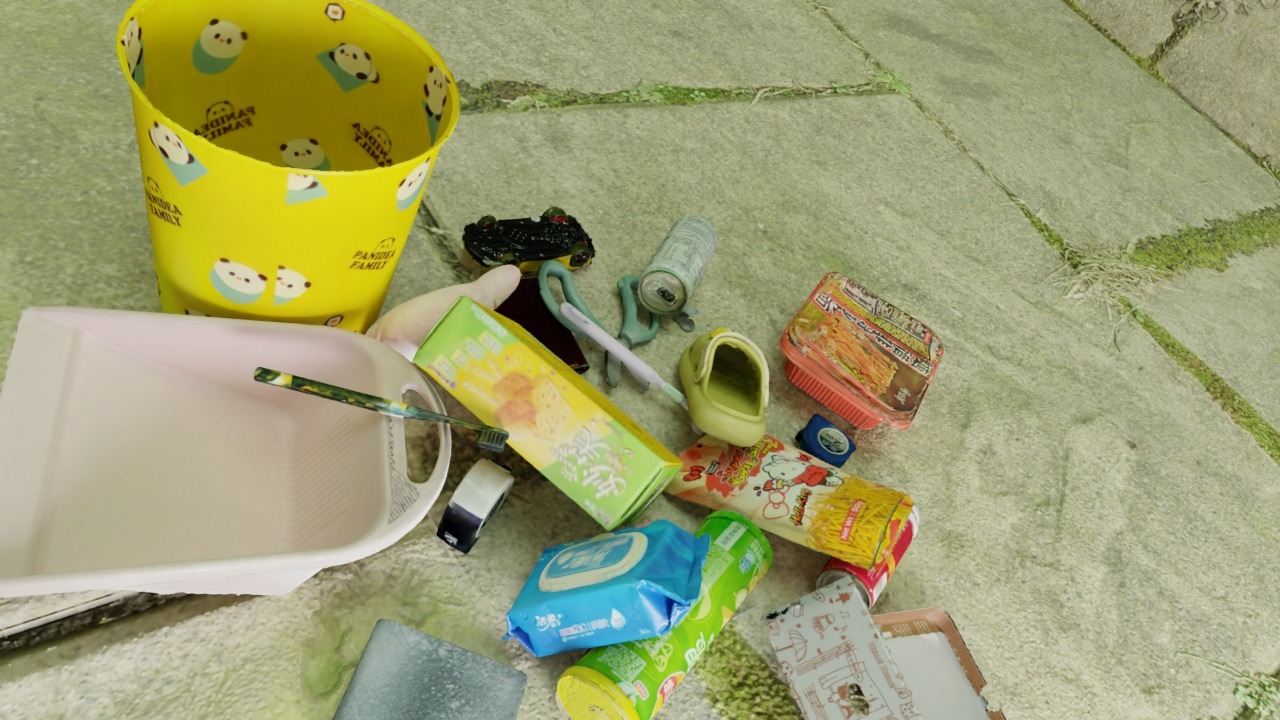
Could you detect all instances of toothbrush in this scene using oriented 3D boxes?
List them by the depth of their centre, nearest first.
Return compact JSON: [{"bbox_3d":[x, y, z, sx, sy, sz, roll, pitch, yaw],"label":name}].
[{"bbox_3d":[-0.187,0.036,0.665,0.186,0.012,0.017,16,57,-8],"label":"toothbrush"},{"bbox_3d":[-0.005,0.005,0.905,0.189,0.021,0.029,40,48,-4],"label":"toothbrush"}]

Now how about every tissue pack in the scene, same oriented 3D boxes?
[{"bbox_3d":[-0.024,0.166,0.687,0.052,0.157,0.094,68,21,-16],"label":"tissue pack"}]

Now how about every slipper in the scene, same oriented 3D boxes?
[{"bbox_3d":[0.092,0.015,0.897,0.091,0.082,0.190,23,22,-8],"label":"slipper"}]

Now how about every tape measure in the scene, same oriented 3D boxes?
[{"bbox_3d":[-0.130,0.112,0.734,0.033,0.066,0.065,30,44,3],"label":"tape measure"},{"bbox_3d":[0.190,0.088,0.951,0.058,0.025,0.054,36,46,12],"label":"tape measure"}]

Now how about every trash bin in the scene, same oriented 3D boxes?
[{"bbox_3d":[-0.287,-0.132,0.739,0.229,0.256,0.229,14,46,-16],"label":"trash bin"}]

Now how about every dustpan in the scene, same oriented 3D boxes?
[{"bbox_3d":[-0.281,0.046,0.632,0.273,0.139,0.222,23,40,-43],"label":"dustpan"}]

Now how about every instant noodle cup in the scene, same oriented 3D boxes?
[{"bbox_3d":[0.238,-0.001,1.018,0.164,0.079,0.188,36,43,7],"label":"instant noodle cup"}]

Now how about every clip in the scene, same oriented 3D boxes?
[{"bbox_3d":[0.041,-0.057,1.014,0.057,0.030,0.024,40,41,25],"label":"clip"}]

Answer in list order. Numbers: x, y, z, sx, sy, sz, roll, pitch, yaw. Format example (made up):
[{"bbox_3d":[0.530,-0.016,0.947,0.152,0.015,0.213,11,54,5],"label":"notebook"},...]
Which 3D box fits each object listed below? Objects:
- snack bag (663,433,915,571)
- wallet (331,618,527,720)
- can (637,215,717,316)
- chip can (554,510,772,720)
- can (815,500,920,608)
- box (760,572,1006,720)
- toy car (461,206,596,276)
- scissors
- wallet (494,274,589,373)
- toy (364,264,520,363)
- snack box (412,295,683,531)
[{"bbox_3d":[0.134,0.118,0.837,0.208,0.073,0.128,22,39,29],"label":"snack bag"},{"bbox_3d":[-0.147,0.245,0.641,0.121,0.019,0.097,24,46,-8],"label":"wallet"},{"bbox_3d":[0.043,-0.107,1.016,0.058,0.058,0.146,29,36,-1],"label":"can"},{"bbox_3d":[0.027,0.204,0.727,0.072,0.073,0.220,41,45,12],"label":"chip can"},{"bbox_3d":[0.216,0.178,0.860,0.053,0.053,0.132,40,45,11],"label":"can"},{"bbox_3d":[0.206,0.284,0.733,0.273,0.124,0.178,24,35,-48],"label":"box"},{"bbox_3d":[-0.118,-0.123,0.972,0.155,0.041,0.071,-12,57,-37],"label":"toy car"},{"bbox_3d":[-0.046,-0.046,0.942,0.179,0.019,0.172,28,42,-19],"label":"scissors"},{"bbox_3d":[-0.116,-0.031,0.907,0.096,0.020,0.122,-13,58,-30],"label":"wallet"},{"bbox_3d":[-0.174,-0.040,0.816,0.159,0.122,0.054,-37,103,-42],"label":"toy"},{"bbox_3d":[-0.069,0.045,0.762,0.210,0.070,0.157,40,0,10],"label":"snack box"}]
